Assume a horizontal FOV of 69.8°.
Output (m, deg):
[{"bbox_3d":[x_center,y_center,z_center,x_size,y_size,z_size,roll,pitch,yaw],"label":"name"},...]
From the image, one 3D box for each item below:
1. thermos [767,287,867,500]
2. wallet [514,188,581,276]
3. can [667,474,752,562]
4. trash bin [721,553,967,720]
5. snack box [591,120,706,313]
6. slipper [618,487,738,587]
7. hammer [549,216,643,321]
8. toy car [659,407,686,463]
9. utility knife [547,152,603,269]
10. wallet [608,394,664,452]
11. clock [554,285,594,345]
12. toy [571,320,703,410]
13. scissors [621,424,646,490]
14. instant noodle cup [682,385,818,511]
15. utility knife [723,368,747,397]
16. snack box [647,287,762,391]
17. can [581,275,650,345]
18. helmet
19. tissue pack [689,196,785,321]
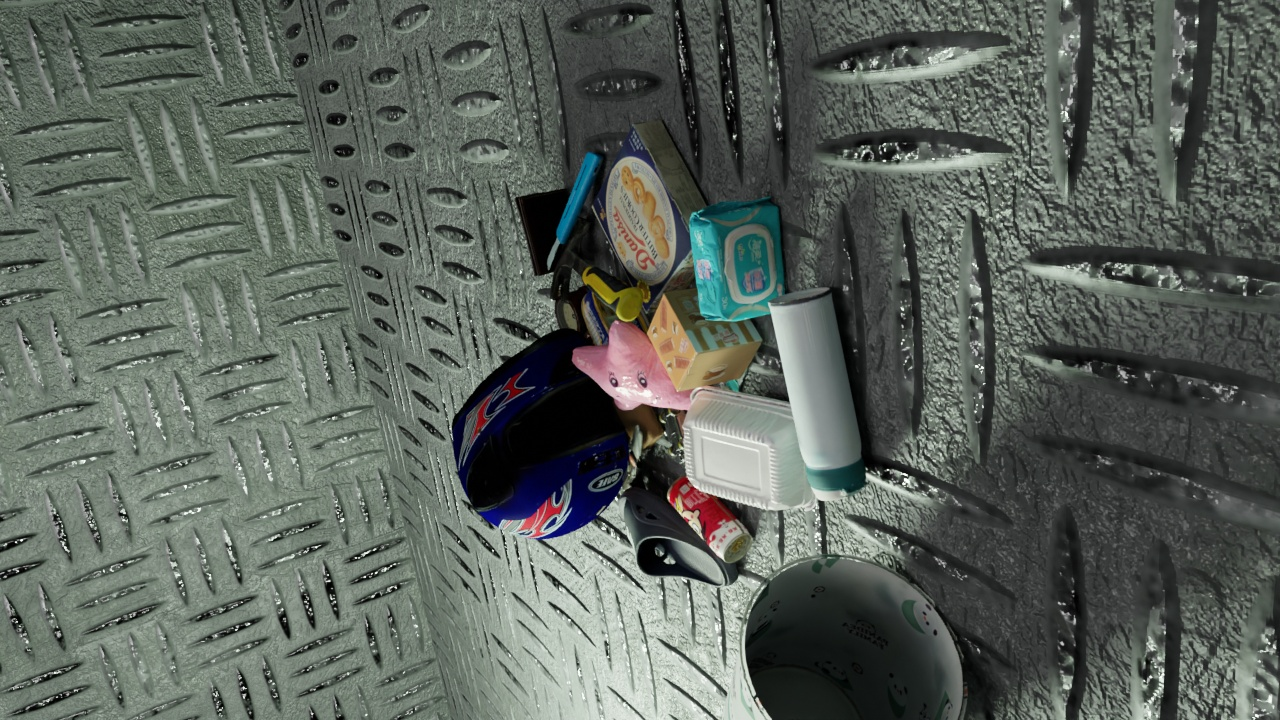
[{"bbox_3d":[0.189,0.039,0.973,0.073,0.073,0.224,4,109,61],"label":"thermos"},{"bbox_3d":[-0.137,-0.196,1.397,0.020,0.096,0.122,-4,103,48],"label":"wallet"},{"bbox_3d":[0.095,0.216,1.261,0.133,0.053,0.053,44,142,42],"label":"can"},{"bbox_3d":[0.197,0.374,1.003,0.229,0.229,0.252,54,152,31],"label":"trash bin"},{"bbox_3d":[0.016,-0.180,1.180,0.178,0.045,0.183,64,151,16],"label":"snack box"},{"bbox_3d":[0.031,0.271,1.357,0.268,0.083,0.111,20,137,52],"label":"slipper"},{"bbox_3d":[-0.063,-0.110,1.248,0.126,0.032,0.323,-69,24,11],"label":"hammer"},{"bbox_3d":[0.055,0.097,1.284,0.042,0.035,0.090,-43,62,58],"label":"toy car"},{"bbox_3d":[-0.100,-0.215,1.333,0.034,0.018,0.195,56,130,44],"label":"utility knife"},{"bbox_3d":[-0.008,0.077,1.392,0.115,0.033,0.090,64,154,14],"label":"wallet"},{"bbox_3d":[-0.086,-0.069,1.419,0.122,0.055,0.082,30,131,50],"label":"clock"},{"bbox_3d":[-0.007,0.007,1.211,0.195,0.074,0.179,2,138,30],"label":"toy"},{"bbox_3d":[-0.019,0.148,1.420,0.143,0.021,0.235,49,155,46],"label":"scissors"},{"bbox_3d":[0.121,0.112,1.090,0.174,0.060,0.138,12,117,39],"label":"instant noodle cup"},{"bbox_3d":[0.111,0.049,1.177,0.029,0.013,0.224,57,148,31],"label":"utility knife"},{"bbox_3d":[0.075,-0.028,1.100,0.094,0.092,0.077,63,149,30],"label":"snack box"},{"bbox_3d":[-0.031,-0.050,1.312,0.148,0.074,0.049,64,149,18],"label":"can"},{"bbox_3d":[-0.132,0.132,1.372,0.240,0.246,0.316,54,131,14],"label":"helmet"},{"bbox_3d":[0.108,-0.111,1.004,0.050,0.093,0.133,24,127,60],"label":"tissue pack"}]
